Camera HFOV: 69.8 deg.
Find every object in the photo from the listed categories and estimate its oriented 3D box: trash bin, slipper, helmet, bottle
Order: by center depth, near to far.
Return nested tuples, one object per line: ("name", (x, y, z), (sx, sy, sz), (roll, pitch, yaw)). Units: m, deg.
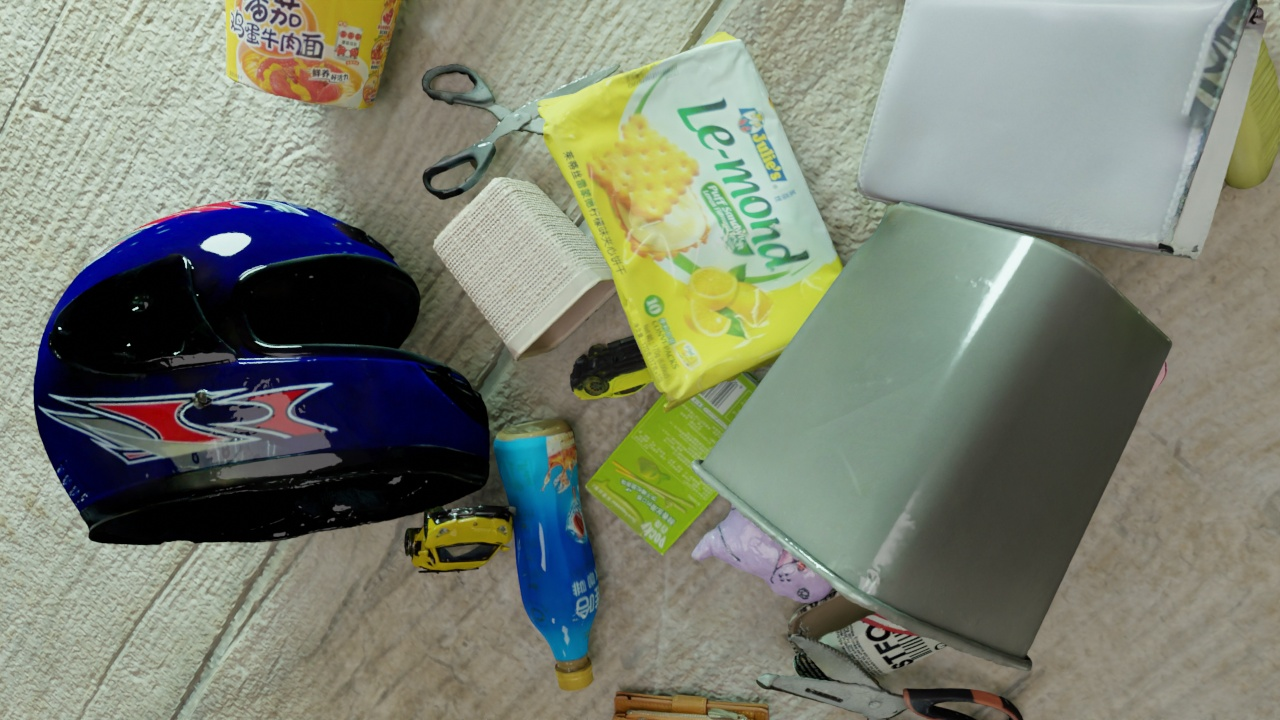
("trash bin", (0.188, 0.040, 0.579), (0.198, 0.199, 0.220), (28, 94, -35))
("slipper", (0.342, -0.196, 0.585), (0.082, 0.091, 0.190), (-14, 106, 53))
("helmet", (-0.273, 0.001, 0.680), (0.316, 0.247, 0.240), (-10, 74, 8))
("bottle", (-0.070, 0.159, 0.742), (0.065, 0.065, 0.219), (-6, 97, 14))

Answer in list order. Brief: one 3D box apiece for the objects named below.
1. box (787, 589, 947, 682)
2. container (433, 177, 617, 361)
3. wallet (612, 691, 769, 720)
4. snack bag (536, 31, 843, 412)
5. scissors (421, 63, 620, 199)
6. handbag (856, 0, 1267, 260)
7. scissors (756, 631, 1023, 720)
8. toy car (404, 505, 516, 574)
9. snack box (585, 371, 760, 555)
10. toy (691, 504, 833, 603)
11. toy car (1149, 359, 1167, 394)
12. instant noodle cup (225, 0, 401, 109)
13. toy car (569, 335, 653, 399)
("box", (0.190, 0.192, 0.700), (0.164, 0.080, 0.075), (-33, 121, 15))
("container", (-0.086, -0.073, 0.698), (0.090, 0.089, 0.111), (-42, 85, 16))
("wallet", (0.042, 0.330, 0.761), (0.132, 0.031, 0.108), (-1, 101, 13))
("snack bag", (0.039, -0.096, 0.651), (0.158, 0.068, 0.246), (-24, 92, -10))
("scissors", (-0.099, -0.187, 0.708), (0.181, 0.014, 0.159), (-41, 75, 0))
("handbag", (0.250, -0.150, 0.565), (0.197, 0.098, 0.145), (21, 109, 39))
("scissors", (0.190, 0.267, 0.687), (0.190, 0.015, 0.222), (-14, 117, 3))
("toy car", (-0.143, 0.142, 0.720), (0.071, 0.156, 0.041), (2, 69, -21))
("snack box", (0.036, 0.070, 0.722), (0.086, 0.026, 0.156), (40, 105, 5))
("toy", (0.106, 0.143, 0.711), (0.108, 0.039, 0.084), (29, 93, 9))
("toy car", (0.305, 0.021, 0.644), (0.122, 0.037, 0.056), (-31, 89, 17))
("instant noodle cup", (-0.248, -0.256, 0.689), (0.138, 0.137, 0.110), (18, 110, 10))
("toy car", (-0.004, 0.004, 0.713), (0.105, 0.048, 0.032), (-19, 124, 15))
